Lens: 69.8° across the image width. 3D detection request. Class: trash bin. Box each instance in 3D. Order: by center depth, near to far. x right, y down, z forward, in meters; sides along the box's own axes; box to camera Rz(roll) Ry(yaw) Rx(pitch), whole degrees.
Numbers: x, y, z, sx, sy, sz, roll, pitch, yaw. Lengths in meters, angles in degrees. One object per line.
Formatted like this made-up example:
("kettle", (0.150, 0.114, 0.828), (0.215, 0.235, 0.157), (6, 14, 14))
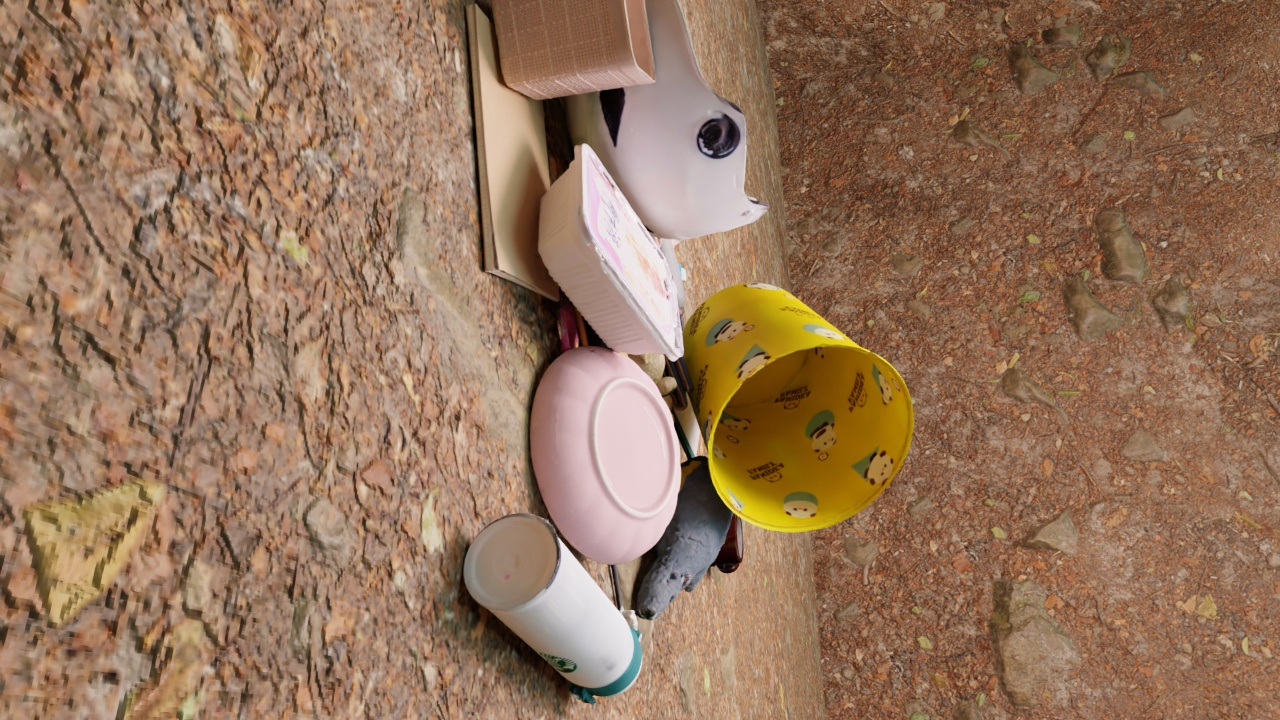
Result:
("trash bin", (0.160, 0.035, 1.085), (0.255, 0.229, 0.230), (-114, -172, -62))

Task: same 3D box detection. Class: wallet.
("wallet", (0.033, 0.001, 1.065), (0.115, 0.033, 0.090), (-108, -179, -76))

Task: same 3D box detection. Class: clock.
("clock", (0.118, 0.256, 1.310), (0.122, 0.055, 0.081), (64, 23, -54))

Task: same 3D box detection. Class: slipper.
("slipper", (0.028, -0.188, 1.143), (0.114, 0.054, 0.274), (37, 42, -72))

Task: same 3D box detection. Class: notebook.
("notebook", (-0.102, -0.163, 0.764), (0.149, 0.012, 0.211), (20, 63, -75))
("notebook", (0.044, 0.010, 1.192), (0.150, 0.012, 0.209), (-76, 149, -50))

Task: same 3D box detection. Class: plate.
("plate", (-0.017, 0.077, 0.793), (0.192, 0.039, 0.192), (26, 57, -49))

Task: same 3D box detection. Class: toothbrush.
("toothbrush", (-0.026, 0.178, 0.884), (0.015, 0.018, 0.181), (-28, 109, -71))

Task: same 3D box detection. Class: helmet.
("helmet", (0.003, -0.228, 0.899), (0.259, 0.146, 0.229), (61, 1, -45))

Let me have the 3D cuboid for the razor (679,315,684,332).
("razor", (0.056, -0.037, 1.276), (0.042, 0.022, 0.143), (-31, 120, -42))

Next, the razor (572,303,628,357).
("razor", (-0.031, 0.002, 0.877), (0.067, 0.062, 0.167), (-87, 161, -79))

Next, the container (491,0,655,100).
("container", (-0.055, -0.267, 0.751), (0.090, 0.111, 0.090), (-29, 111, -76))

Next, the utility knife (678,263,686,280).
("utility knife", (0.045, -0.128, 1.289), (0.202, 0.018, 0.034), (-5, 87, -77))

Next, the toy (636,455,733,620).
("toy", (0.061, 0.186, 1.088), (0.355, 0.091, 0.138), (-45, 153, -70))

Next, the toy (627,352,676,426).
("toy", (-0.006, 0.006, 0.970), (0.105, 0.066, 0.157), (31, -32, 52))

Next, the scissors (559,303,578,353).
("scissors", (-0.060, 0.015, 0.835), (0.064, 0.017, 0.135), (-81, 165, -74))

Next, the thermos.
("thermos", (-0.054, 0.193, 0.674), (0.224, 0.073, 0.073), (65, 23, -51))

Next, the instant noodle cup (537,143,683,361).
("instant noodle cup", (-0.029, -0.083, 0.796), (0.173, 0.060, 0.137), (50, 24, -38))
